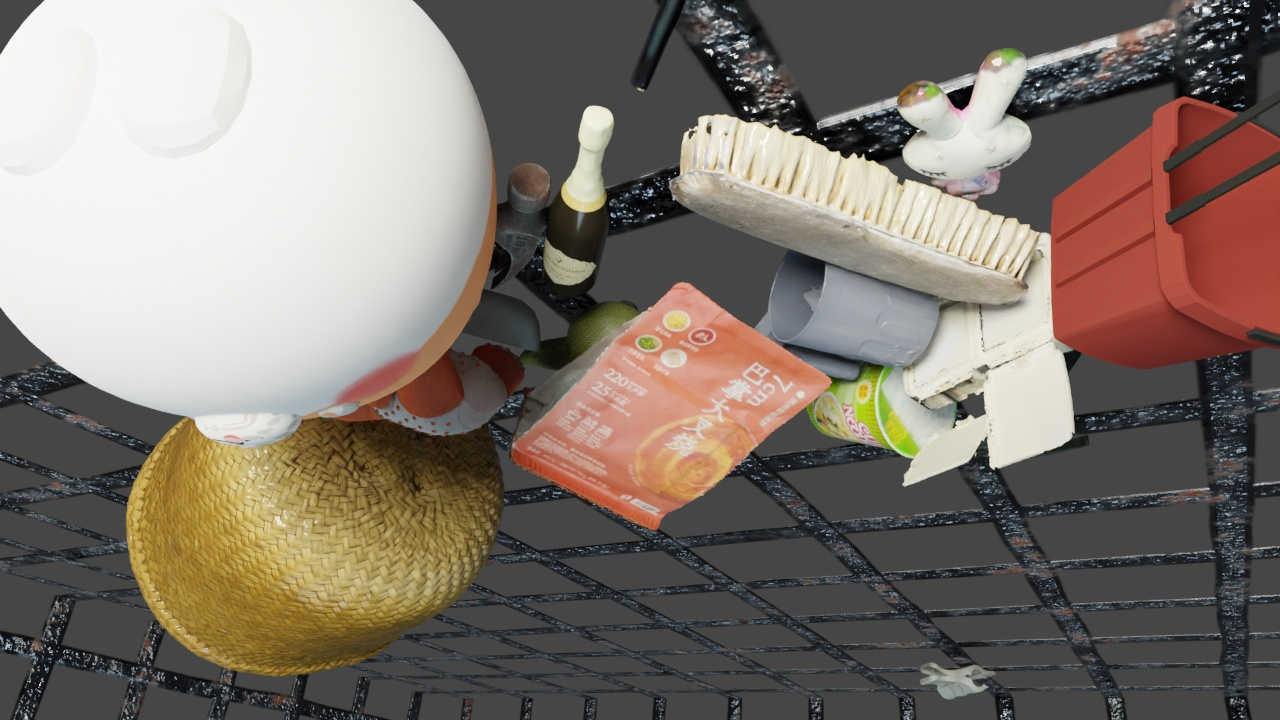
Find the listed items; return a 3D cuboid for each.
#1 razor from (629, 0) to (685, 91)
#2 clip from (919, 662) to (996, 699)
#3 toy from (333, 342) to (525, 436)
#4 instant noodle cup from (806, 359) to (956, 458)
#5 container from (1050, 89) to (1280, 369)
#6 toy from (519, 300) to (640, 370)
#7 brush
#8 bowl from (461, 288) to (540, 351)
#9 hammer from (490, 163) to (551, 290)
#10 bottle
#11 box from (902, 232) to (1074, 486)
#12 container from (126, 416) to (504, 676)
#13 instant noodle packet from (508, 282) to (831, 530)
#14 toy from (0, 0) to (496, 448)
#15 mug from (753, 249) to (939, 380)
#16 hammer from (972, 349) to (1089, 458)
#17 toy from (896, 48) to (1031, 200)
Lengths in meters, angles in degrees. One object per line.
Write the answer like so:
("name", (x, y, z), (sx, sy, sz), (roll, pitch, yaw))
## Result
("razor", (0.021, -0.201, 0.512), (0.042, 0.022, 0.145), (-27, 171, -29))
("clip", (0.697, 0.720, 2.039), (0.152, 0.095, 0.126), (3, 151, -17))
("toy", (-0.192, 0.007, 0.713), (0.173, 0.093, 0.163), (4, -177, 19))
("instant noodle cup", (0.211, 0.037, 0.831), (0.099, 0.098, 0.108), (22, 167, -28))
("container", (0.349, -0.082, 0.543), (0.127, 0.147, 0.201), (15, 159, -16))
("toy", (-0.005, 0.005, 0.834), (0.180, 0.078, 0.153), (-13, 139, 30))
("brush", (0.150, -0.096, 0.623), (0.271, 0.056, 0.083), (16, 174, -16))
("bowl", (-0.133, -0.040, 0.787), (0.106, 0.039, 0.106), (16, 180, 0))
("hammer", (-0.230, -0.122, 0.686), (0.314, 0.035, 0.138), (10, 152, -8))
("bottle", (-0.042, -0.112, 0.657), (0.045, 0.045, 0.185), (9, 151, -6))
("box", (0.254, 0.003, 0.680), (0.050, 0.183, 0.144), (27, 141, -24))
("container", (-0.284, 0.122, 0.858), (0.306, 0.306, 0.197), (27, 133, -35))
("instant noodle packet", (0.022, 0.037, 0.748), (0.164, 0.083, 0.222), (31, 133, -24))
("toy", (-0.207, -0.082, 0.518), (0.263, 0.265, 0.281), (-3, 161, 11))
("mug", (0.157, -0.031, 0.727), (0.104, 0.083, 0.124), (13, 138, -19))
("hammer", (0.373, 0.018, 0.845), (0.130, 0.032, 0.319), (1, 151, 10))
("toy", (0.205, -0.139, 0.576), (0.079, 0.038, 0.122), (-14, 149, 19))
